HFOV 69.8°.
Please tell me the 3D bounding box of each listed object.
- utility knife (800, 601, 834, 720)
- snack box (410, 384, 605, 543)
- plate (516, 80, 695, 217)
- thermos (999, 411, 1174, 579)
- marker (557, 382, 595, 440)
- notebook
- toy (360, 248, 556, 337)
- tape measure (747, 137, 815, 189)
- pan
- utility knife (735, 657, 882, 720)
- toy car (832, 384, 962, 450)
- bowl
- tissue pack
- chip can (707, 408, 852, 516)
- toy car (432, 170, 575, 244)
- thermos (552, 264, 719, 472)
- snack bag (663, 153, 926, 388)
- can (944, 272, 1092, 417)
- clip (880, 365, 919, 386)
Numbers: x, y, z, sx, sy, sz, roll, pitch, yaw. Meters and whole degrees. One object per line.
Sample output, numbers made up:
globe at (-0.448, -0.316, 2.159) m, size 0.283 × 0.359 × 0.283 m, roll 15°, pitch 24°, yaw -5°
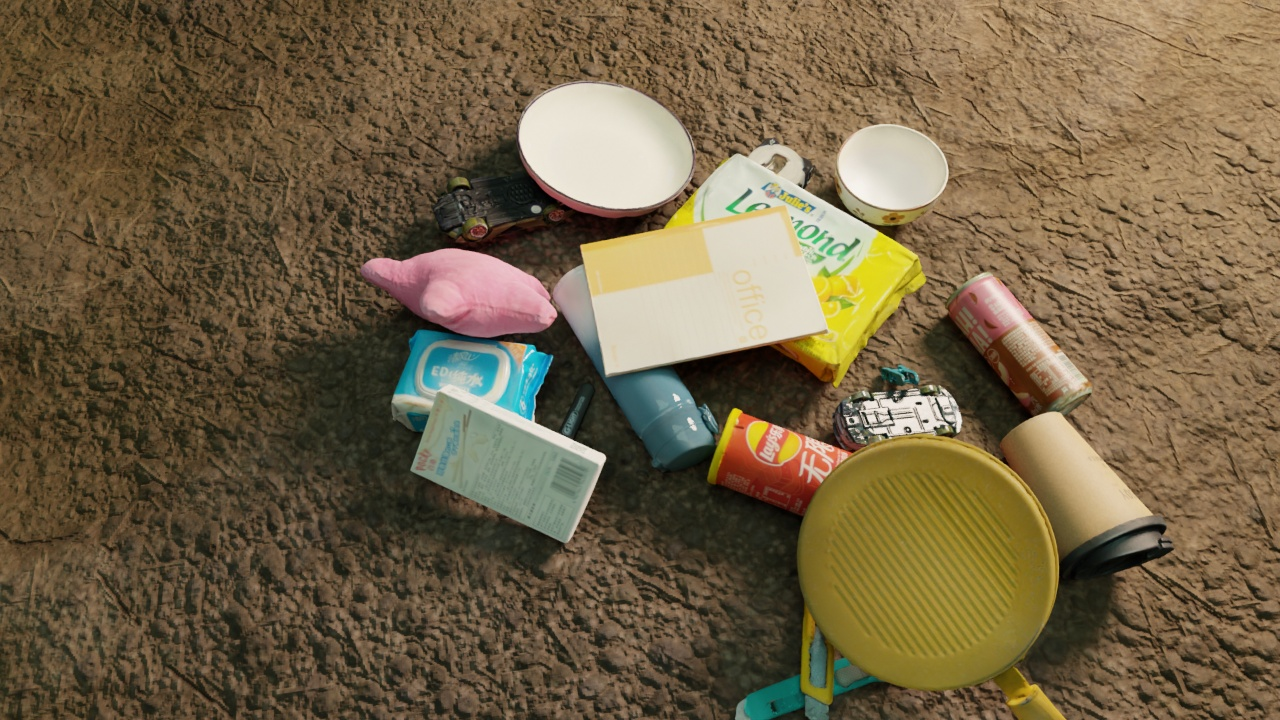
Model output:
utility knife at (0.153, 0.219, 0.768) m, size 0.033 × 0.015 × 0.173 m, roll 2°, pitch 56°, yaw 12°
snack box at (-0.117, 0.091, 0.808) m, size 0.157 × 0.026 × 0.085 m, roll 24°, pitch 107°, yaw 5°
plate at (-0.038, -0.221, 0.984) m, size 0.192 × 0.039 × 0.192 m, roll 6°, pitch 56°, yaw -9°
thermos at (0.375, 0.118, 0.787) m, size 0.093 × 0.093 × 0.143 m, roll -17°, pitch 56°, yaw -7°
marker at (-0.071, 0.073, 0.861) m, size 0.018 × 0.015 × 0.123 m, roll 20°, pitch 63°, yaw 8°
notebook at (0.056, -0.068, 0.858) m, size 0.206 × 0.010 × 0.145 m, roll -11°, pitch 64°, yaw -2°
toy at (-0.150, -0.062, 0.871) m, size 0.178 × 0.075 × 0.195 m, roll -3°, pitch 20°, yaw -42°
tape measure at (0.144, -0.199, 0.986) m, size 0.066 × 0.034 × 0.065 m, roll 34°, pitch 68°, yaw 19°
pan at (0.268, 0.222, 0.712) m, size 0.198 × 0.078 × 0.357 m, roll -38°, pitch 73°, yaw 14°
utility knife at (0.152, 0.266, 0.754) m, size 0.160 × 0.013 × 0.029 m, roll -17°, pitch 58°, yaw -7°
toy car at (0.238, 0.055, 0.850) m, size 0.120 × 0.037 × 0.054 m, roll -7°, pitch 61°, yaw -13°
bowl at (0.256, -0.184, 0.958) m, size 0.113 × 0.062 × 0.113 m, roll 0°, pitch 63°, yaw 0°
tissue pack at (-0.159, 0.024, 0.861) m, size 0.140 × 0.063 × 0.089 m, roll 9°, pitch 63°, yaw 7°
chip can at (0.169, 0.111, 0.801) m, size 0.217 × 0.073 × 0.073 m, roll 20°, pitch 65°, yaw 12°
toy car at (-0.139, -0.164, 0.970) m, size 0.158 × 0.042 × 0.070 m, roll -14°, pitch 62°, yaw -18°
thermos at (-0.005, 0.005, 0.867) m, size 0.070 × 0.070 × 0.220 m, roll -28°, pitch 65°, yaw -12°
snack bag at (0.137, -0.090, 0.909) m, size 0.246 × 0.068 × 0.157 m, roll 34°, pitch 70°, yaw 16°
can at (0.356, -0.012, 0.868) m, size 0.058 × 0.058 × 0.147 m, roll -26°, pitch 65°, yaw -12°
clip at (0.245, 0.015, 0.864) m, size 0.046 × 0.057 × 0.014 m, roll -6°, pitch 100°, yaw -1°
